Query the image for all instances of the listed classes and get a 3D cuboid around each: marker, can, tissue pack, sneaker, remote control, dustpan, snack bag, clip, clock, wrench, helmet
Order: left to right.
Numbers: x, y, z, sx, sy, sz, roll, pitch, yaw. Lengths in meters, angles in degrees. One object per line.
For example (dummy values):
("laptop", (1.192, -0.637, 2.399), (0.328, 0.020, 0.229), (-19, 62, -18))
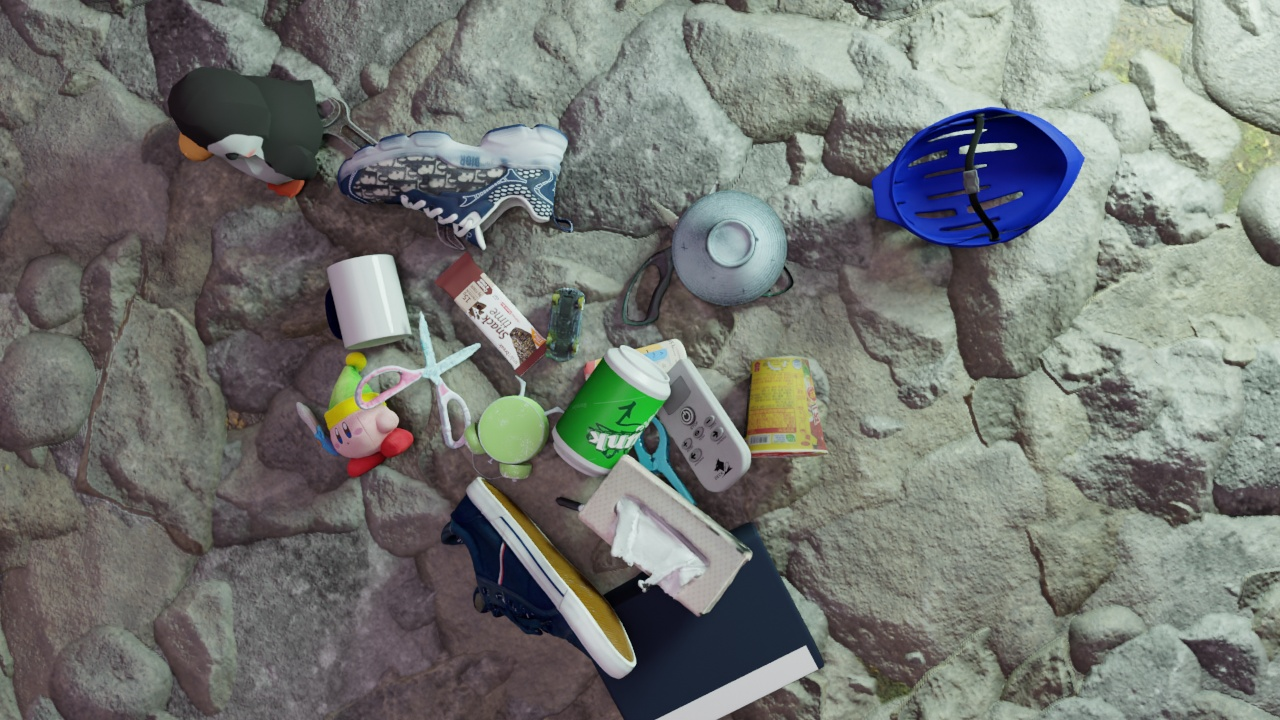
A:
("wrench", (-0.297, -0.232, 1.127), (0.273, 0.010, 0.070), (38, 92, 4))
("sneaker", (-0.214, -0.193, 1.072), (0.269, 0.103, 0.132), (-7, 91, -4))
("snack bag", (-0.179, -0.057, 1.116), (0.057, 0.013, 0.158), (-42, 87, 4))
("clock", (-0.156, 0.088, 1.099), (0.094, 0.042, 0.119), (35, 92, 4))
("sneaker", (-0.129, 0.266, 1.027), (0.294, 0.120, 0.127), (38, 86, 31))
("can", (-0.034, 0.059, 1.058), (0.088, 0.087, 0.140), (36, 103, 3))
("marker", (-0.034, 0.185, 1.083), (0.152, 0.011, 0.011), (13, 90, 23))
("remote control", (-0.007, 0.006, 1.102), (0.126, 0.018, 0.038), (-15, 89, 5))
("tissue pack", (0.022, 0.197, 1.015), (0.181, 0.071, 0.104), (38, 90, 13))
("clip", (0.024, 0.120, 1.078), (0.097, 0.026, 0.116), (-11, 72, 10))
("dustpan", (0.045, 0.277, 1.079), (0.236, 0.080, 0.273), (-28, 94, 3))
("remote control", (0.067, 0.077, 1.054), (0.074, 0.019, 0.151), (-49, 62, 34))
("helmet", (0.374, -0.195, 0.973), (0.241, 0.227, 0.148), (-10, 98, 5))

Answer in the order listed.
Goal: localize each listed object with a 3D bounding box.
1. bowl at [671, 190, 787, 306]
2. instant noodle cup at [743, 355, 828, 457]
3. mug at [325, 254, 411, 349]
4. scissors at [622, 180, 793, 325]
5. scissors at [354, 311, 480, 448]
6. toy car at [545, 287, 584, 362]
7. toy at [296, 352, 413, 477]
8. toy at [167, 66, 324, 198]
("bowl", (0.103, -0.133, 1.060), (0.137, 0.057, 0.137), (0, 91, 4))
("instant noodle cup", (0.164, 0.054, 1.056), (0.100, 0.100, 0.112), (0, 81, 4))
("mug", (-0.337, -0.065, 1.102), (0.112, 0.078, 0.097), (-14, 88, 32))
("scissors", (0.080, -0.108, 1.099), (0.205, 0.015, 0.202), (27, 93, 4))
("scissors", (-0.250, 0.033, 1.082), (0.170, 0.013, 0.177), (-34, 114, -35))
("toy car", (-0.090, -0.042, 1.102), (0.039, 0.027, 0.089), (8, 89, 1))
("toy", (-0.342, 0.065, 1.106), (0.124, 0.096, 0.131), (-28, 100, 32))
("toy", (-0.452, -0.281, 1.046), (0.159, 0.184, 0.140), (35, 96, 5))
